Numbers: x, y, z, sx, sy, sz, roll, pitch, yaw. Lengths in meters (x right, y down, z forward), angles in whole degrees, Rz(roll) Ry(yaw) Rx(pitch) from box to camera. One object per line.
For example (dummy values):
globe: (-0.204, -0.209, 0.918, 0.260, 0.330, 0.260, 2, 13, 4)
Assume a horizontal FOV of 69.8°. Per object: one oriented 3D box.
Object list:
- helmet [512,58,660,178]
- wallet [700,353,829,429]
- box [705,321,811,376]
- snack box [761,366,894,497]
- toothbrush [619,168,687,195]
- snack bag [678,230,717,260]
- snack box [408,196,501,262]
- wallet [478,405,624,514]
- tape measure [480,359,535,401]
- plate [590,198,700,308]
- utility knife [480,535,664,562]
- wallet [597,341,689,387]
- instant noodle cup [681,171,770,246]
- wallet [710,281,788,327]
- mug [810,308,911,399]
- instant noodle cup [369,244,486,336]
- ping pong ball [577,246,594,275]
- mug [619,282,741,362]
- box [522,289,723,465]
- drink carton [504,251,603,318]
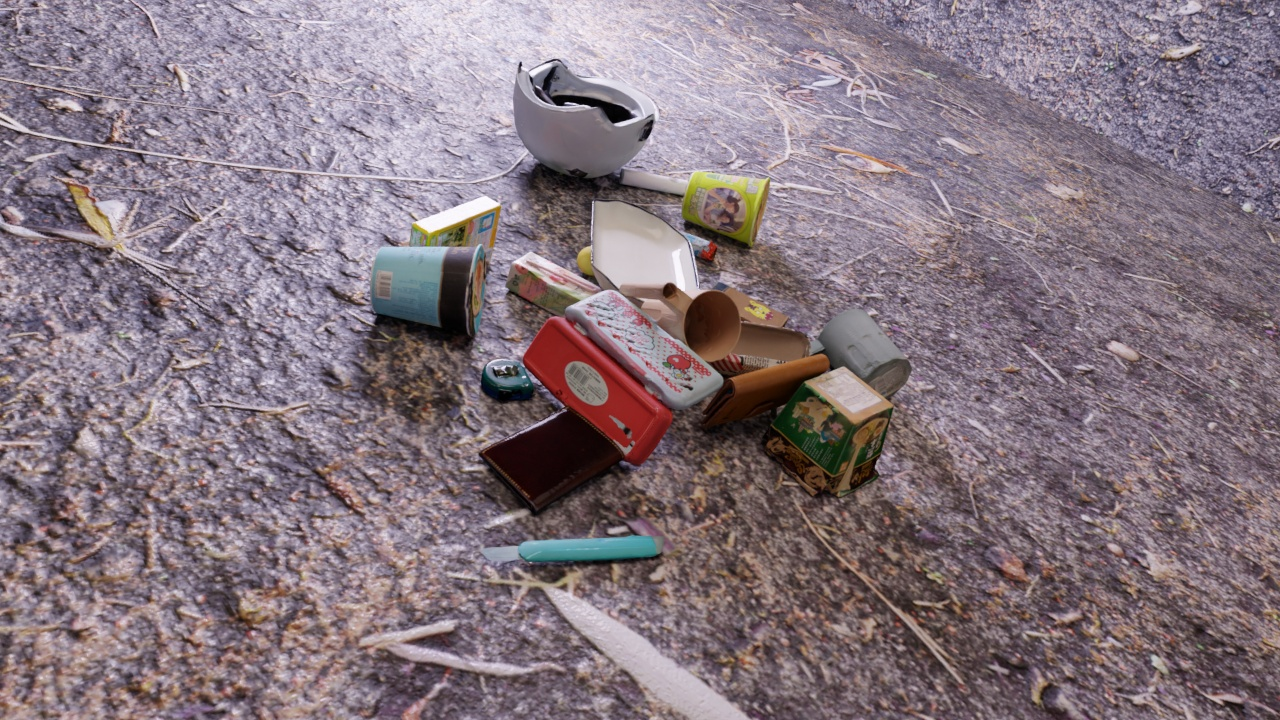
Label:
helmet: (-0.096, -0.382, 1.506, 0.229, 0.146, 0.257, 33, 30, 19)
wallet: (0.139, 0.038, 1.065, 0.130, 0.119, 0.035, -14, 65, -25)
box: (0.148, -0.010, 1.161, 0.162, 0.075, 0.086, 10, 5, -14)
snack box: (0.223, 0.076, 1.051, 0.117, 0.106, 0.118, -17, 49, -40)
toothbrush: (0.073, -0.294, 1.561, 0.221, 0.026, 0.026, 8, 46, -14)
snack bag: (0.070, -0.179, 1.403, 0.105, 0.026, 0.045, 20, 44, 5)
snack box: (-0.239, -0.151, 1.175, 0.034, 0.087, 0.140, 31, 37, 17)
wallet: (-0.091, 0.098, 0.948, 0.122, 0.020, 0.096, -27, 52, -36)
tape measure: (-0.151, 0.021, 1.034, 0.054, 0.025, 0.058, -5, 40, -30)
plate: (0.000, -0.136, 1.252, 0.162, 0.034, 0.265, 20, 33, -17)
utility knife: (-0.060, 0.179, 0.867, 0.184, 0.013, 0.029, 3, 34, -22)
wallet: (-0.007, 0.007, 1.124, 0.115, 0.020, 0.101, -11, 45, -38)
instant noodle cup: (0.133, -0.251, 1.468, 0.123, 0.112, 0.111, 17, 34, 10)
wallet: (0.142, -0.062, 1.272, 0.115, 0.033, 0.090, 29, 35, 9)
mug: (0.278, 0.003, 1.212, 0.124, 0.084, 0.103, -24, 48, -9)
instant noodle cup: (-0.250, -0.089, 1.080, 0.120, 0.111, 0.111, 6, 36, -1)
ping pong ball: (-0.068, -0.138, 1.274, 0.040, 0.040, 0.040, 12, 35, -9)
mug: (0.042, -0.054, 1.090, 0.124, 0.084, 0.104, 35, -14, -29)
box: (-0.024, 0.007, 1.023, 0.157, 0.069, 0.201, -43, 60, -11)
drink carton: (-0.109, -0.093, 1.190, 0.122, 0.046, 0.053, 28, 35, 14)
